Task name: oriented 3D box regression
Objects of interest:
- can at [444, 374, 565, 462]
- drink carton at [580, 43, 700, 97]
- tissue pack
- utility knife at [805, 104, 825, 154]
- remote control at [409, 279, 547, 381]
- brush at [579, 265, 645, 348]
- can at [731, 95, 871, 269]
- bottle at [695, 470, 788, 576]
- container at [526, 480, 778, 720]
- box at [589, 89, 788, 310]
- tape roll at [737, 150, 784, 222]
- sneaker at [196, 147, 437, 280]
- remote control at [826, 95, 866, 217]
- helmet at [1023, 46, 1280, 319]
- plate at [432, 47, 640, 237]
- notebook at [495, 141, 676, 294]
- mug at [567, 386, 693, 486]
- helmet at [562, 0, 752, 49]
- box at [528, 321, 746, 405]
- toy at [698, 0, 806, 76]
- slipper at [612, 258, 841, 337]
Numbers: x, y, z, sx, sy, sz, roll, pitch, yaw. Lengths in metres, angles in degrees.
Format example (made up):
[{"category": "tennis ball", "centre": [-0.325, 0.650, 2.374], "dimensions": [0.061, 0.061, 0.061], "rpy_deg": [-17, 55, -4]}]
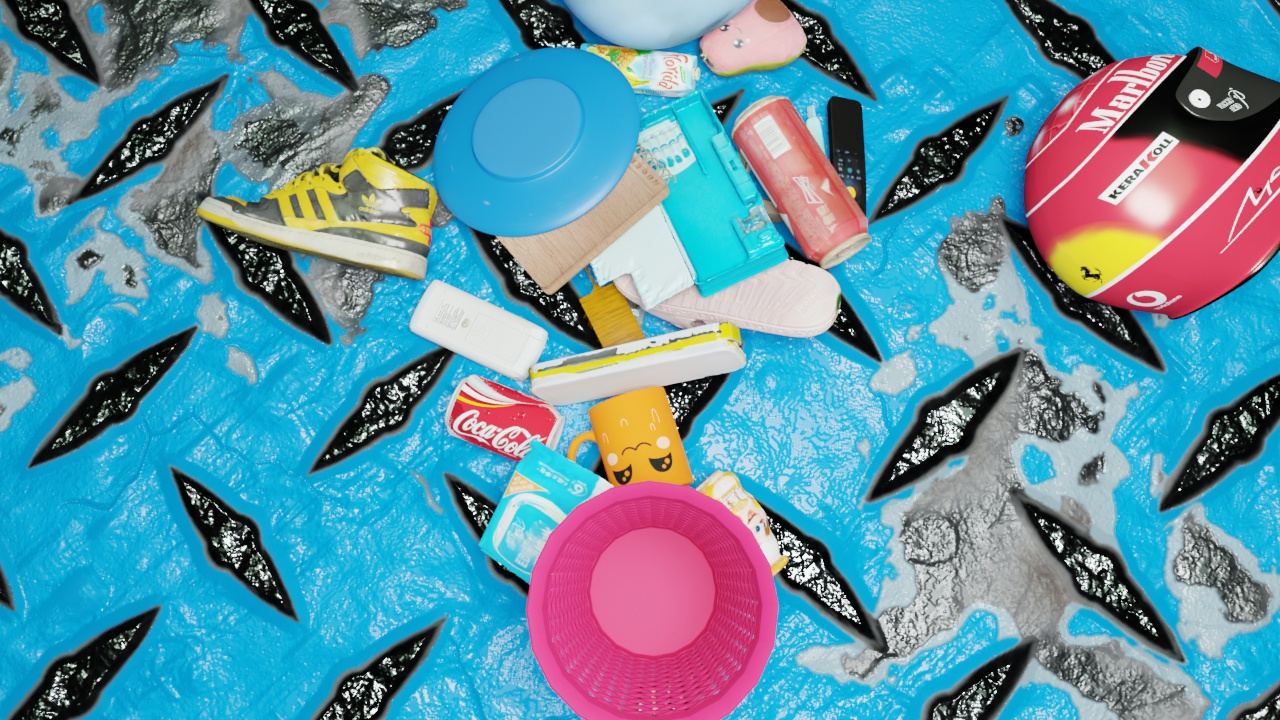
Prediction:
[{"category": "can", "centre": [-0.132, 0.059, 0.896], "dimensions": [0.105, 0.064, 0.064], "rpy_deg": [21, 80, 5]}, {"category": "drink carton", "centre": [-0.001, -0.307, 0.974], "dimensions": [0.129, 0.038, 0.044], "rpy_deg": [7, 89, 3]}, {"category": "tissue pack", "centre": [-0.089, 0.152, 0.857], "dimensions": [0.093, 0.061, 0.145], "rpy_deg": [30, 120, 6]}, {"category": "utility knife", "centre": [0.187, -0.216, 0.967], "dimensions": [0.022, 0.015, 0.120], "rpy_deg": [0, 78, -19]}, {"category": "remote control", "centre": [-0.165, -0.031, 0.934], "dimensions": [0.138, 0.025, 0.060], "rpy_deg": [25, 81, 8]}, {"category": "brush", "centre": [-0.035, -0.054, 0.939], "dimensions": [0.048, 0.017, 0.126], "rpy_deg": [-26, 80, -4]}, {"category": "can", "centre": [0.155, -0.174, 0.890], "dimensions": [0.067, 0.067, 0.170], "rpy_deg": [-29, 78, -4]}, {"category": "bottle", "centre": [0.093, 0.159, 0.874], "dimensions": [0.063, 0.063, 0.109], "rpy_deg": [-40, 81, -6]}, {"category": "container", "centre": [0.010, 0.203, 0.783], "dimensions": [0.183, 0.226, 0.183], "rpy_deg": [0, 79, 1]}, {"category": "box", "centre": [0.021, -0.153, 0.912], "dimensions": [0.182, 0.039, 0.226], "rpy_deg": [-25, 58, 6]}, {"category": "tape roll", "centre": [0.143, -0.192, 0.947], "dimensions": [0.094, 0.030, 0.093], "rpy_deg": [-2, 82, 12]}, {"category": "sneaker", "centre": [-0.321, -0.165, 0.930], "dimensions": [0.238, 0.086, 0.122], "rpy_deg": [15, 86, 0]}, {"category": "remote control", "centre": [0.214, -0.202, 0.959], "dimensions": [0.041, 0.020, 0.151], "rpy_deg": [4, 79, -22]}, {"category": "helmet", "centre": [0.488, -0.178, 0.863], "dimensions": [0.224, 0.198, 0.270], "rpy_deg": [43, 75, 8]}, {"category": "plate", "centre": [-0.111, -0.229, 0.925], "dimensions": [0.225, 0.024, 0.224], "rpy_deg": [-6, 68, 15]}, {"category": "notebook", "centre": [-0.090, -0.189, 0.930], "dimensions": [0.169, 0.022, 0.210], "rpy_deg": [-41, 64, -2]}, {"category": "mug", "centre": [-0.016, 0.088, 0.884], "dimensions": [0.113, 0.077, 0.096], "rpy_deg": [-19, 79, 8]}, {"category": "helmet", "centre": [0.042, -0.413, 0.914], "dimensions": [0.266, 0.225, 0.167], "rpy_deg": [-24, 116, 15]}, {"category": "box", "centre": [-0.005, 0.007, 0.875], "dimensions": [0.210, 0.065, 0.044], "rpy_deg": [-12, 79, 19]}, {"category": "toy", "centre": [0.116, -0.338, 0.973], "dimensions": [0.110, 0.051, 0.090], "rpy_deg": [-31, 76, -3]}, {"category": "slipper", "centre": [0.079, -0.067, 0.910], "dimensions": [0.239, 0.064, 0.094], "rpy_deg": [16, 64, 20]}]
